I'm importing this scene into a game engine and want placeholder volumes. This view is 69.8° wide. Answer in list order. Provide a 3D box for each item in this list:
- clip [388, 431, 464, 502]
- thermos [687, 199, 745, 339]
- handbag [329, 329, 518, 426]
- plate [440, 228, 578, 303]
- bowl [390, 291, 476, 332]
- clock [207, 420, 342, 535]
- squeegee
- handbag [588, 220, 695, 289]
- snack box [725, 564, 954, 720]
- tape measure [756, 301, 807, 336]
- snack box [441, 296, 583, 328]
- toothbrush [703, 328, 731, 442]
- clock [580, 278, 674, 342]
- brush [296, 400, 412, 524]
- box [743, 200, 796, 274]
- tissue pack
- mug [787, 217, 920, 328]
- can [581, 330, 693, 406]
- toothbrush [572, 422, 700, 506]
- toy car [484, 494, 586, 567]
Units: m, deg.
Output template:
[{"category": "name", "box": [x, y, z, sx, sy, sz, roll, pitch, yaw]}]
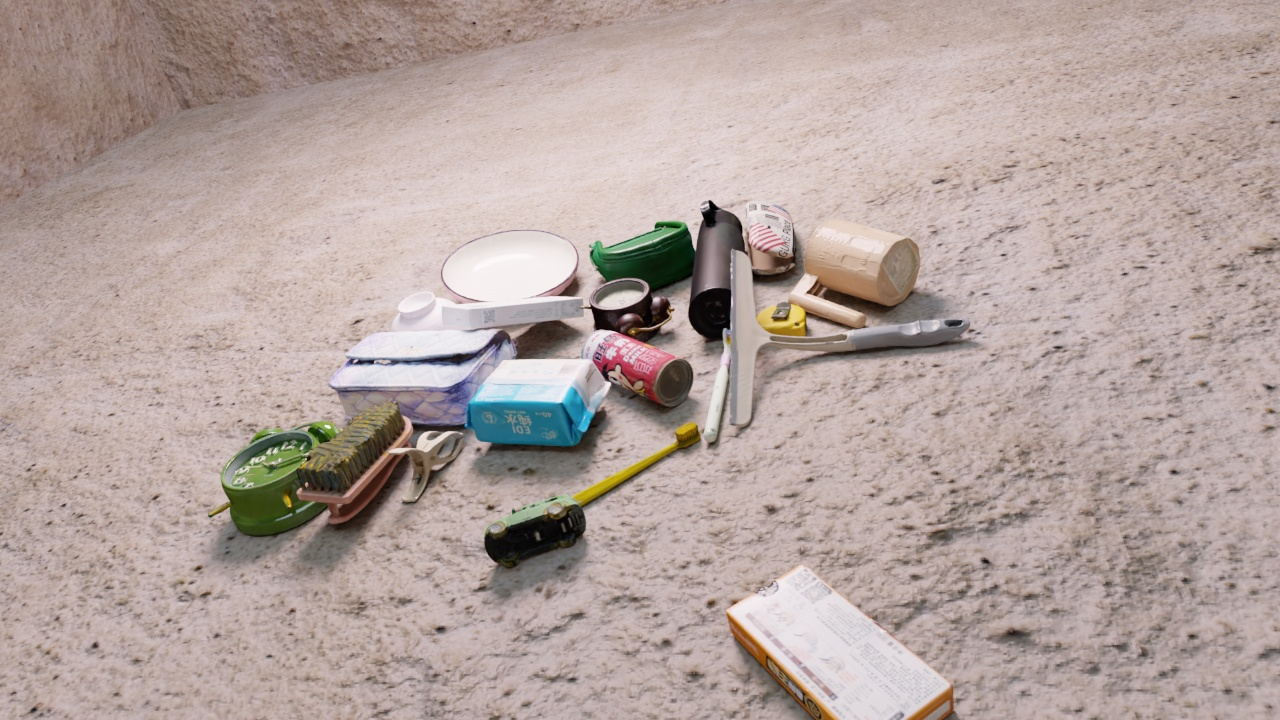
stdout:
[{"category": "clip", "box": [-0.223, 0.097, 0.954, 0.034, 0.060, 0.096, 1, 22, 24]}, {"category": "thermos", "box": [0.092, -0.123, 1.138, 0.068, 0.090, 0.242, -24, 27, 18]}, {"category": "handbag", "box": [-0.255, 0.013, 1.075, 0.194, 0.076, 0.133, -1, 31, 21]}, {"category": "plate", "box": [-0.179, -0.120, 1.280, 0.192, 0.039, 0.192, -3, 38, 2]}, {"category": "bowl", "box": [-0.281, -0.050, 1.196, 0.118, 0.065, 0.118, -13, 33, 9]}, {"category": "clock", "box": [-0.378, 0.115, 0.978, 0.116, 0.056, 0.160, -7, 31, 11]}, {"category": "squeegee", "box": [0.218, -0.026, 0.970, 0.247, 0.039, 0.245, -2, 50, 8]}, {"category": "handbag", "box": [0.002, -0.145, 1.234, 0.131, 0.068, 0.120, -23, 30, -15]}, {"category": "snack box", "box": [0.133, 0.205, 0.634, 0.075, 0.026, 0.154, -26, 33, -20]}, {"category": "tape measure", "box": [0.159, -0.044, 1.037, 0.060, 0.029, 0.057, -4, 31, 18]}, {"category": "snack box", "box": [-0.158, -0.061, 1.135, 0.156, 0.027, 0.085, -7, 9, -34]}, {"category": "toothbrush", "box": [0.086, 0.024, 0.965, 0.020, 0.029, 0.189, -47, 13, 35]}, {"category": "clock", "box": [-0.012, -0.055, 1.103, 0.081, 0.055, 0.122, -33, 36, -29]}, {"category": "brush", "box": [-0.285, 0.101, 0.947, 0.063, 0.073, 0.145, 0, 29, 22]}, {"category": "box", "box": [0.171, -0.172, 1.198, 0.075, 0.077, 0.163, -4, 29, 8]}, {"category": "tissue pack", "box": [-0.108, 0.046, 0.968, 0.140, 0.063, 0.089, 0, 31, 21]}, {"category": "mug", "box": [0.243, -0.098, 1.052, 0.104, 0.084, 0.124, 26, 73, 46]}, {"category": "can", "box": [-0.006, 0.006, 1.000, 0.053, 0.053, 0.133, -33, 35, -29]}, {"category": "toothbrush", "box": [-0.022, 0.108, 0.873, 0.189, 0.017, 0.016, -27, 32, -21]}, {"category": "toy car", "box": [-0.094, 0.149, 0.812, 0.091, 0.043, 0.036, -19, 33, -11]}]
